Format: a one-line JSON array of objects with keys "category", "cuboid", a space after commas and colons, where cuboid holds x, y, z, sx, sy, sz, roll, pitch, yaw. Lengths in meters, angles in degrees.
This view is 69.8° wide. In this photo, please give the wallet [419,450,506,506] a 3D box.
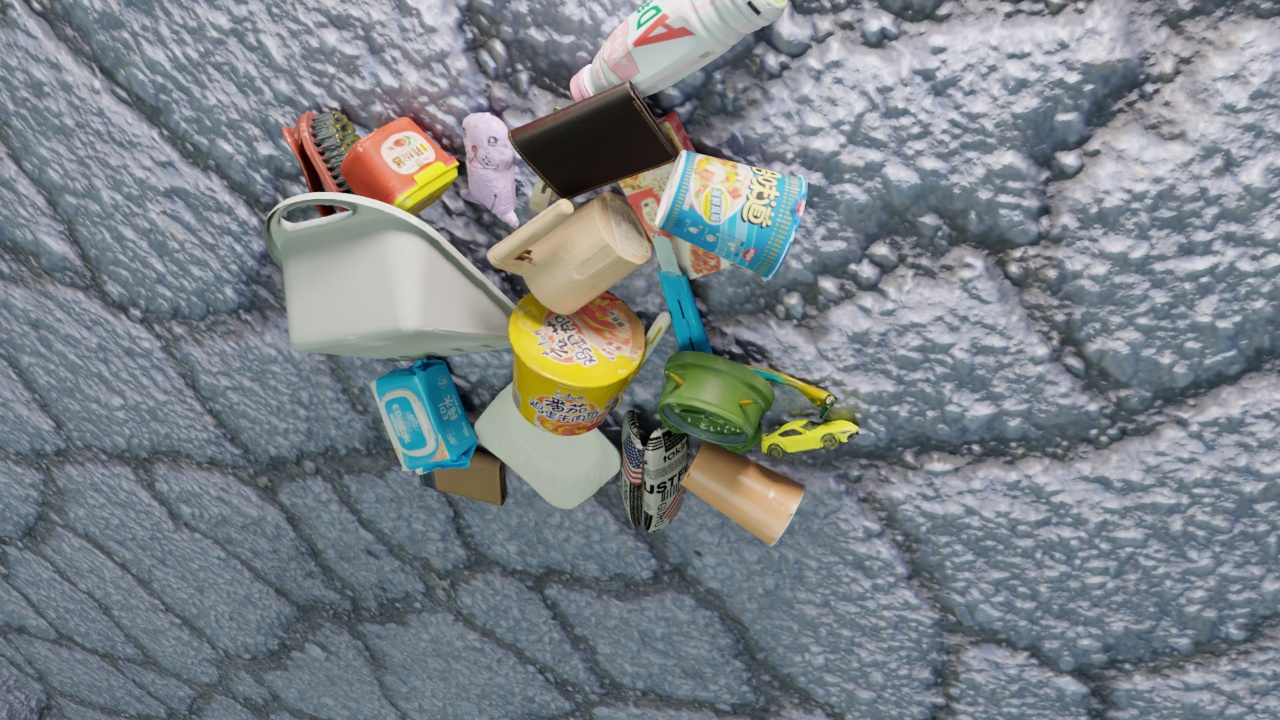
[{"category": "wallet", "cuboid": [-0.230, 0.143, 1.186, 0.115, 0.033, 0.090, 14, 132, 11]}]

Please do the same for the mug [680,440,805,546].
[{"category": "mug", "cuboid": [0.111, 0.142, 1.022, 0.123, 0.078, 0.078, 30, 131, 6]}]

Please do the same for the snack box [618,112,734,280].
[{"category": "snack box", "cuboid": [0.032, -0.148, 0.859, 0.075, 0.025, 0.153, -16, 118, 30]}]

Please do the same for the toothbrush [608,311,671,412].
[{"category": "toothbrush", "cuboid": [-0.006, 0.006, 0.978, 0.016, 0.018, 0.192, 40, 142, 6]}]

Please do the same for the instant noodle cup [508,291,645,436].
[{"category": "instant noodle cup", "cuboid": [-0.073, 0.005, 0.956, 0.138, 0.137, 0.110, 23, 139, 5]}]

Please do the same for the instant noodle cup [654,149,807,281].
[{"category": "instant noodle cup", "cuboid": [0.075, -0.132, 0.793, 0.110, 0.099, 0.099, 18, 131, -6]}]

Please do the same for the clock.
[{"category": "clock", "cuboid": [0.074, 0.048, 0.952, 0.116, 0.056, 0.161, 19, 160, 11]}]

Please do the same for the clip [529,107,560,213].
[{"category": "clip", "cuboid": [-0.077, -0.196, 0.875, 0.035, 0.082, 0.105, 23, 153, 3]}]

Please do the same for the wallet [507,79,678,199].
[{"category": "wallet", "cuboid": [-0.040, -0.187, 0.802, 0.122, 0.020, 0.096, -14, 146, 25]}]

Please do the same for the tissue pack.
[{"category": "tissue pack", "cuboid": [-0.261, 0.069, 1.102, 0.090, 0.063, 0.140, -12, 103, 30]}]

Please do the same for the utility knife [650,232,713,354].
[{"category": "utility knife", "cuboid": [0.040, -0.054, 0.907, 0.034, 0.018, 0.191, 1, 138, 21]}]

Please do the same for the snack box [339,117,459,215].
[{"category": "snack box", "cuboid": [-0.239, -0.184, 0.900, 0.080, 0.091, 0.082, 50, 139, -8]}]

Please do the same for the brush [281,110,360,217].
[{"category": "brush", "cuboid": [-0.310, -0.185, 0.946, 0.069, 0.063, 0.146, -16, 117, 16]}]

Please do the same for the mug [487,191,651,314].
[{"category": "mug", "cuboid": [-0.066, -0.108, 0.876, 0.104, 0.084, 0.124, -29, 150, 34]}]

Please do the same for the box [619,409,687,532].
[{"category": "box", "cuboid": [0.002, 0.127, 1.067, 0.088, 0.076, 0.163, 29, 138, 29]}]

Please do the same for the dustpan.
[{"category": "dustpan", "cuboid": [-0.258, -0.082, 0.963, 0.223, 0.257, 0.142, -6, 86, 26]}]

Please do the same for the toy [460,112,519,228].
[{"category": "toy", "cuboid": [-0.149, -0.191, 0.893, 0.084, 0.038, 0.108, 29, 137, 29]}]

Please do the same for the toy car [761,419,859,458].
[{"category": "toy car", "cuboid": [0.177, 0.078, 0.962, 0.105, 0.048, 0.032, -12, 93, 30]}]

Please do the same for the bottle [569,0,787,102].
[{"category": "bottle", "cuboid": [0.023, -0.262, 0.750, 0.197, 0.068, 0.068, -23, 114, 37]}]

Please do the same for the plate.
[{"category": "plate", "cuboid": [-0.105, 0.093, 1.086, 0.164, 0.034, 0.164, 42, 134, -5]}]

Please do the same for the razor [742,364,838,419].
[{"category": "razor", "cuboid": [0.136, 0.025, 0.947, 0.132, 0.028, 0.043, 18, 165, 7]}]
